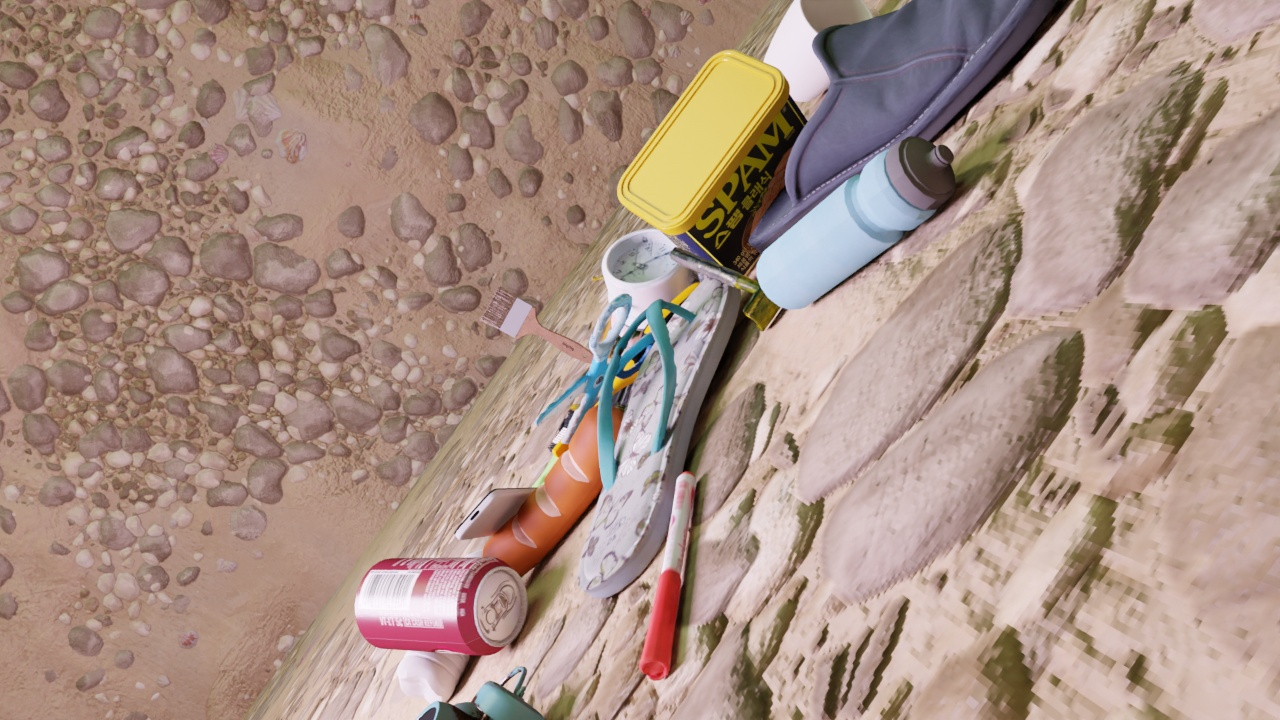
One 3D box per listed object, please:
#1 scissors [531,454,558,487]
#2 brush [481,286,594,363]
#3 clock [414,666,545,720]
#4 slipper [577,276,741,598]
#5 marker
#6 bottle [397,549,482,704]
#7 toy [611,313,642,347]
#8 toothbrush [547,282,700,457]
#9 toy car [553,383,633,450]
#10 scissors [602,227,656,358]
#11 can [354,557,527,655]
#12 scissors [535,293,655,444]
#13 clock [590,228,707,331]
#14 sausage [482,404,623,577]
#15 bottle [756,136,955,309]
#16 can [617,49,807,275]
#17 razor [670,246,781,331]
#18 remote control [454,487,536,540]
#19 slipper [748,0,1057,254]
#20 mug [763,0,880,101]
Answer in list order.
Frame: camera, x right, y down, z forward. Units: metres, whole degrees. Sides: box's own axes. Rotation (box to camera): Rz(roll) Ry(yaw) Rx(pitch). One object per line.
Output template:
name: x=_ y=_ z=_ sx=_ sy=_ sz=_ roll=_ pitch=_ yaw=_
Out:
scissors: x=-0.098 y=0.122 z=0.851 sx=0.171 sy=0.024 sz=0.165 roll=-55 pitch=16 yaw=2
brush: x=-0.112 y=-0.033 z=1.073 sx=0.045 sy=0.143 sz=0.008 roll=-61 pitch=8 yaw=7
clock: x=-0.093 y=0.201 z=0.451 sx=0.090 sy=0.053 sz=0.124 roll=-44 pitch=11 yaw=41
slipper: x=-0.001 y=0.028 z=0.582 sx=0.098 sy=0.054 sz=0.268 roll=-41 pitch=20 yaw=43
marker: x=0.015 y=0.095 z=0.434 sx=0.013 sy=0.013 sz=0.142 roll=-49 pitch=11 yaw=26
bottle: x=-0.136 y=0.193 z=0.702 sx=0.044 sy=0.044 sz=0.135 roll=-43 pitch=14 yaw=45
toy: x=0.002 y=-0.048 z=0.865 sx=0.102 sy=0.050 sz=0.093 roll=-52 pitch=5 yaw=-23
toothbrush: x=-0.004 y=0.004 z=0.719 sx=0.031 sy=0.031 sz=0.196 roll=14 pitch=53 yaw=43
toy car: x=-0.030 y=0.047 z=0.746 sx=0.107 sy=0.030 sz=0.049 roll=-30 pitch=21 yaw=33
scissors: x=0.008 y=-0.089 z=0.941 sx=0.224 sy=0.016 sz=0.230 roll=-36 pitch=-23 yaw=-57
can: x=-0.138 y=0.168 z=0.631 sx=0.114 sy=0.063 sz=0.063 roll=-8 pitch=37 yaw=32
scissors: x=-0.023 y=0.005 z=0.652 sx=0.139 sy=0.011 sz=0.134 roll=-23 pitch=-38 yaw=-56
clock: x=0.021 y=-0.078 z=0.796 sx=0.117 sy=0.057 sz=0.083 roll=-30 pitch=48 yaw=-10
sausage: x=-0.060 y=0.099 z=0.667 sx=0.164 sy=0.044 sz=0.039 roll=-52 pitch=38 yaw=18
bottle: x=0.111 y=-0.070 z=0.473 sx=0.130 sy=0.040 sz=0.040 roll=-40 pitch=17 yaw=53
can: x=0.066 y=-0.139 z=0.681 sx=0.075 sy=0.104 sz=0.135 roll=39 pitch=94 yaw=37
razor: x=0.054 y=-0.056 z=0.595 sx=0.106 sy=0.026 sz=0.042 roll=31 pitch=85 yaw=48
remote control: x=-0.098 y=0.116 z=0.708 sx=0.045 sy=0.008 sz=0.146 roll=-48 pitch=-15 yaw=4
slipper: x=0.137 y=-0.167 z=0.563 sx=0.266 sy=0.083 sz=0.108 roll=-42 pitch=13 yaw=44
mug: x=0.182 y=-0.311 z=0.897 sx=0.114 sy=0.081 sz=0.088 roll=-24 pitch=-12 yaw=-28
